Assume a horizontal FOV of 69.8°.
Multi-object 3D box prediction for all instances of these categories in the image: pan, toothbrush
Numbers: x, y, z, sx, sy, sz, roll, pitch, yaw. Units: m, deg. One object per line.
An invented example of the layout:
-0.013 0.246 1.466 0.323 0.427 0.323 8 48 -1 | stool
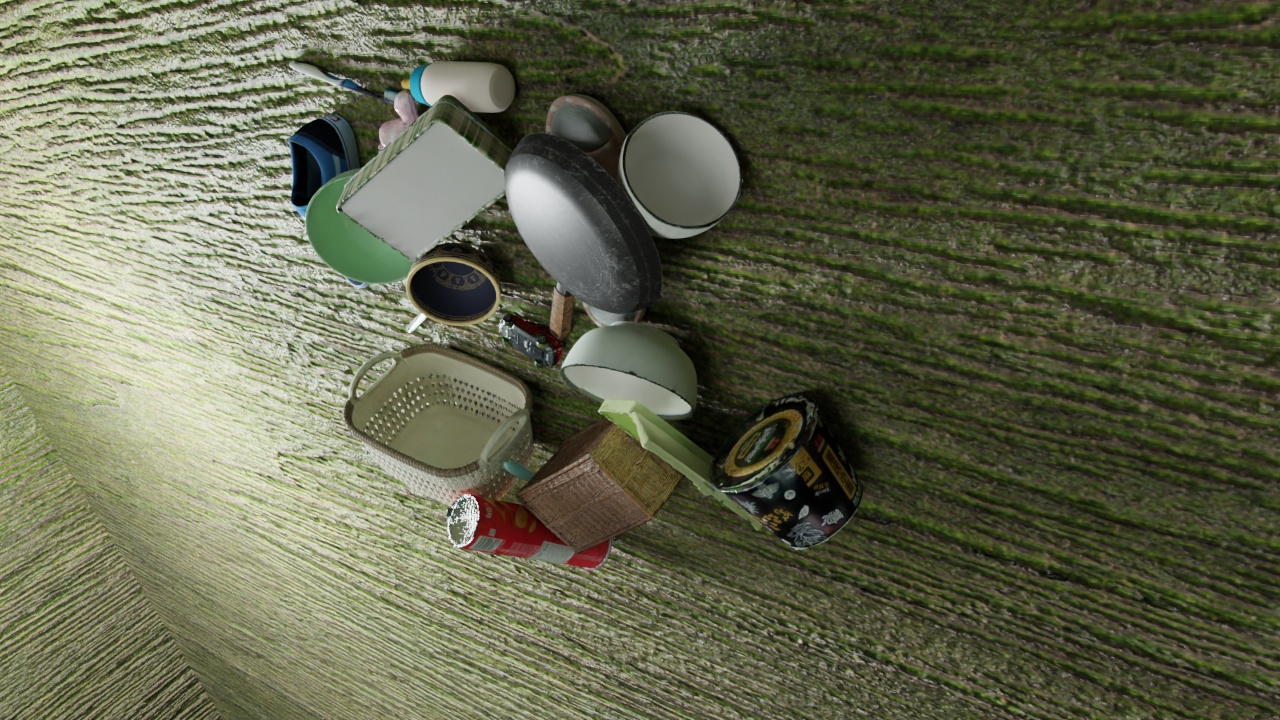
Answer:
-0.077 -0.093 0.961 0.207 0.040 0.358 44 156 10 | pan
-0.131 0.166 1.227 0.017 0.016 0.180 21 167 35 | toothbrush
-0.350 -0.333 1.090 0.189 0.016 0.017 23 123 23 | toothbrush

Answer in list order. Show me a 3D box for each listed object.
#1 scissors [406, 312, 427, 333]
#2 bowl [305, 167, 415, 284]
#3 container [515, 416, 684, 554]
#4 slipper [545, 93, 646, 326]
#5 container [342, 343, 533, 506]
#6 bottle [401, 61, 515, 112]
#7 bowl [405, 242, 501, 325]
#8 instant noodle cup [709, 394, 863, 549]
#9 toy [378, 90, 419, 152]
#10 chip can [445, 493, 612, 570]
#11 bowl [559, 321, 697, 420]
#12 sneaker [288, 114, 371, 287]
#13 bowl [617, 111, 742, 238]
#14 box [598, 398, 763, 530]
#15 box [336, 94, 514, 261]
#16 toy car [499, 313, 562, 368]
-0.280 -0.081 1.227 0.171 0.014 0.095 -4 120 37 | scissors
-0.327 -0.175 1.129 0.151 0.076 0.151 -1 129 -2 | bowl
-0.045 0.147 1.141 0.113 0.113 0.199 48 139 -7 | container
-0.050 -0.142 0.967 0.114 0.054 0.275 12 129 32 | slipper
-0.261 0.091 1.230 0.246 0.184 0.143 21 143 27 | container
-0.201 -0.292 0.975 0.146 0.051 0.051 13 128 31 | bottle
-0.225 -0.103 1.123 0.112 0.061 0.113 0 138 0 | bowl
0.159 0.121 0.955 0.112 0.136 0.138 47 139 -17 | instant noodle cup
-0.265 -0.260 1.055 0.063 0.047 0.110 42 137 -7 | toy
-0.143 0.227 1.206 0.073 0.073 0.232 -9 158 42 | chip can
-0.006 0.006 1.007 0.153 0.072 0.153 16 163 5 | bowl
-0.408 -0.189 1.183 0.083 0.098 0.242 21 133 26 | sneaker
0.030 -0.164 0.852 0.116 0.116 0.066 47 158 -1 | bowl
0.050 0.109 1.015 0.187 0.044 0.141 38 180 -27 | box
-0.232 -0.194 1.008 0.117 0.049 0.206 34 136 -31 | box
-0.137 -0.027 1.138 0.091 0.036 0.042 27 135 19 | toy car
